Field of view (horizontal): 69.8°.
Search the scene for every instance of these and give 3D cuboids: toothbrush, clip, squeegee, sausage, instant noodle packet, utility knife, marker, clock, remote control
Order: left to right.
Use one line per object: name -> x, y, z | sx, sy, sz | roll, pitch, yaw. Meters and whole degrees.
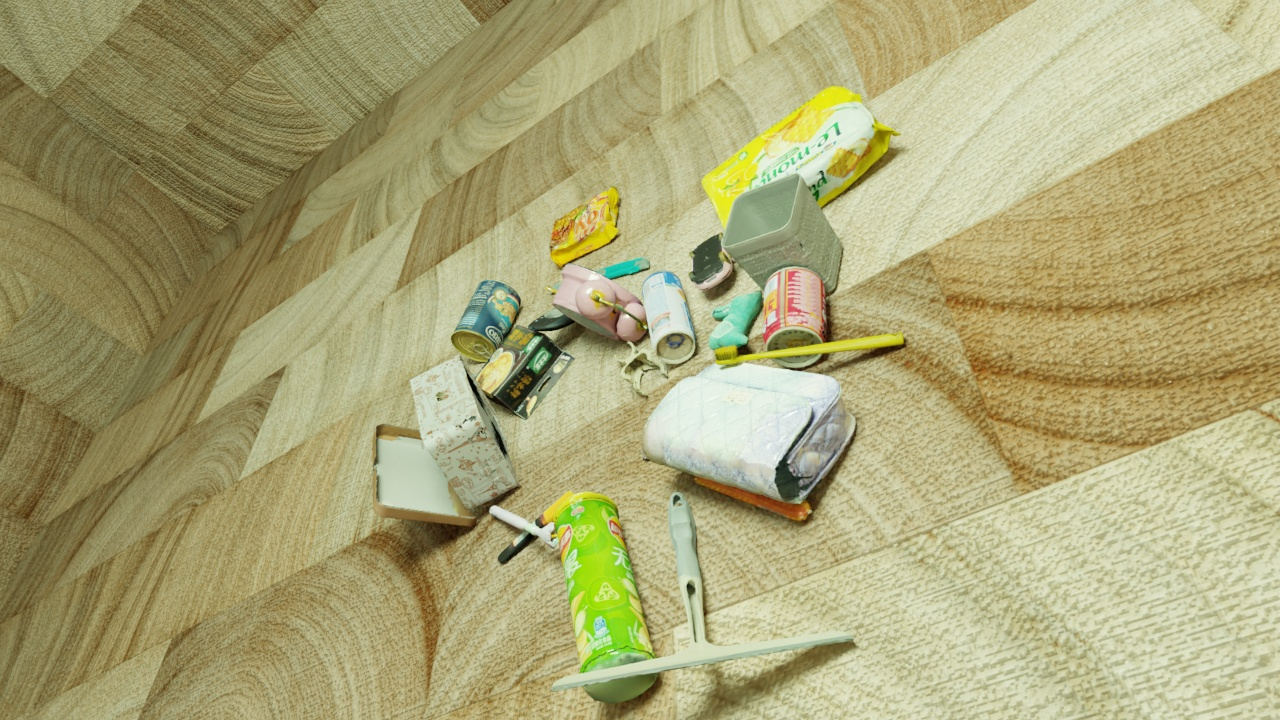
toothbrush -> -0.139, 0.189, 1.074 | 0.189, 0.021, 0.029 | 2, 87, 61
marker -> -0.122, 0.197, 1.076 | 0.124, 0.015, 0.018 | -42, 31, 10
remote control -> -0.102, -0.067, 1.303 | 0.053, 0.024, 0.136 | 7, 32, 43
instant noodle packet -> -0.088, -0.213, 1.461 | 0.129, 0.044, 0.110 | -25, 42, 27
utility knife -> -0.064, -0.125, 1.364 | 0.208, 0.013, 0.029 | -12, 45, 40
clock -> -0.050, -0.072, 1.202 | 0.159, 0.117, 0.059 | 16, 76, 56
clip -> -0.013, 0.016, 1.139 | 0.083, 0.035, 0.105 | -54, 29, -15
squeegee -> 0.045, 0.205, 0.849 | 0.246, 0.039, 0.246 | -11, 26, 2
sausage -> 0.106, 0.128, 0.895 | 0.165, 0.021, 0.021 | 13, 63, 52
toothbrush -> 0.168, -0.014, 0.928 | 0.190, 0.017, 0.015 | -6, 22, 17

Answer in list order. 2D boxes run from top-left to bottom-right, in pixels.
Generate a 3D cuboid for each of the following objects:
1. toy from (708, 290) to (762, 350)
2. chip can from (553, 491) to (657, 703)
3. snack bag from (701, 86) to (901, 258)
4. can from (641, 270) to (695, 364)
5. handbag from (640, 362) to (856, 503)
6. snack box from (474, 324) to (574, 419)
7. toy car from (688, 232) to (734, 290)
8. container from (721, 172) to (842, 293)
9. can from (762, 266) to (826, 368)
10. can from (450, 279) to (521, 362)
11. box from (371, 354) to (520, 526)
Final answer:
toy -> 0.109, -0.046, 1.078 | 0.097, 0.030, 0.091 | -7, 43, 53
chip can -> -0.038, 0.227, 0.898 | 0.073, 0.072, 0.221 | -37, 34, 12
snack bag -> 0.193, -0.240, 1.159 | 0.247, 0.068, 0.157 | -35, 34, 15
can -> 0.035, -0.055, 1.143 | 0.053, 0.053, 0.134 | -33, 35, 18
handbag -> 0.102, 0.065, 0.904 | 0.194, 0.075, 0.134 | 7, 47, 50
snack box -> -0.170, 0.013, 1.302 | 0.113, 0.053, 0.126 | -53, 29, -12
toy car -> 0.092, -0.125, 1.175 | 0.056, 0.037, 0.122 | -30, 23, 18
container -> 0.164, -0.130, 1.028 | 0.090, 0.114, 0.090 | -14, 43, 38
can -> 0.165, -0.046, 0.979 | 0.067, 0.066, 0.093 | -23, 39, 30
can -> -0.239, -0.064, 1.432 | 0.075, 0.075, 0.110 | -13, 44, 39
box -> -0.271, 0.120, 1.197 | 0.178, 0.153, 0.182 | -26, 33, -5
